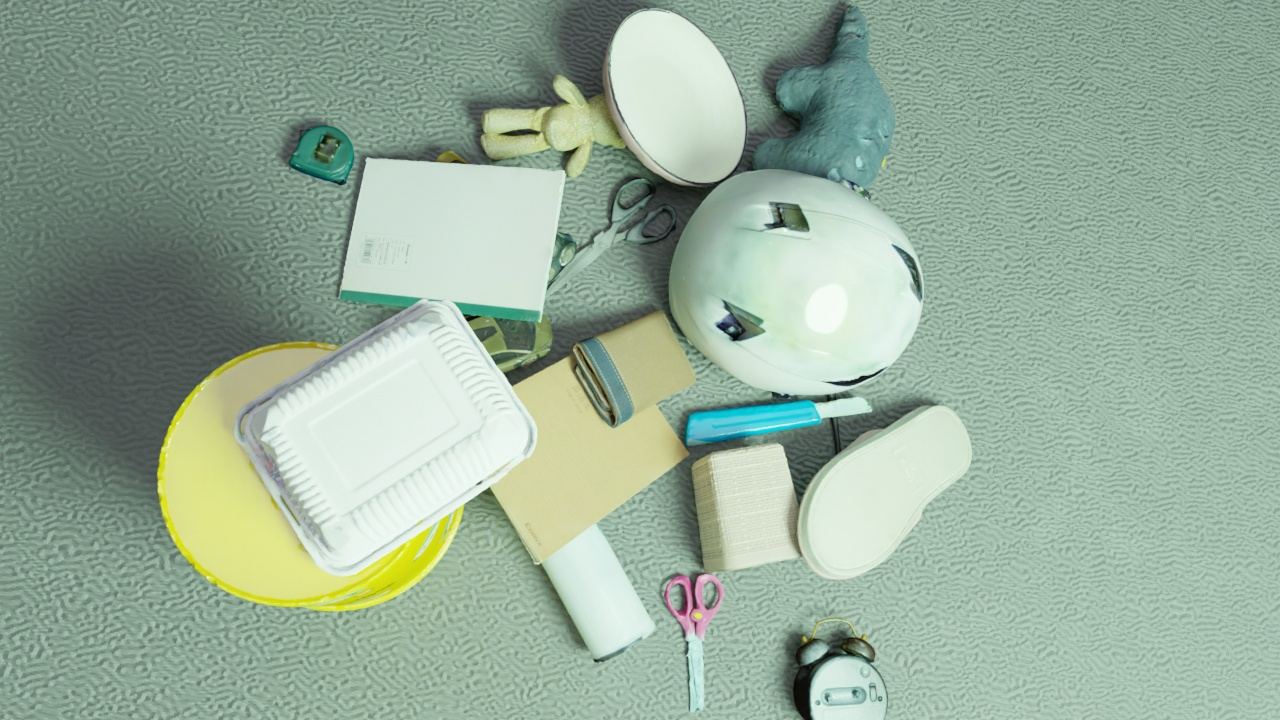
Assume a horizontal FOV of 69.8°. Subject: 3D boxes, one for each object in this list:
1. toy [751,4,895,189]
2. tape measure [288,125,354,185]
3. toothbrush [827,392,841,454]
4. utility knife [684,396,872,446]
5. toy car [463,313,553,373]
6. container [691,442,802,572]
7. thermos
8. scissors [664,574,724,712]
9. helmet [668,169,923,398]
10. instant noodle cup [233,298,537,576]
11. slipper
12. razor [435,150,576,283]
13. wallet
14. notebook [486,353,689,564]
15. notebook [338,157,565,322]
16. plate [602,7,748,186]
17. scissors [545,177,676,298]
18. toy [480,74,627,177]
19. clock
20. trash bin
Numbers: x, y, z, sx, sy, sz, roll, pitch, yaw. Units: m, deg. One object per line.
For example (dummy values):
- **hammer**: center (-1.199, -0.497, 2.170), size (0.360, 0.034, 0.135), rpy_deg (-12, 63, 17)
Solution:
- **toy**: center (0.200, -0.242, 0.992), size (0.138, 0.091, 0.355), rpy_deg (20, 74, 21)
- **tape measure**: center (-0.313, -0.206, 0.910), size (0.058, 0.025, 0.054), rpy_deg (19, 78, -8)
- **toothbrush**: center (0.204, 0.039, 0.973), size (0.015, 0.018, 0.181), rpy_deg (-4, 79, -9)
- **utility knife**: center (0.143, 0.059, 0.949), size (0.202, 0.018, 0.034), rpy_deg (-7, 78, -8)
- **toy car**: center (-0.153, -0.016, 0.884), size (0.157, 0.042, 0.070), rpy_deg (-24, 74, -33)
- **container**: center (0.103, 0.144, 0.899), size (0.090, 0.090, 0.111), rpy_deg (-8, 78, -12)
- **thermos**: center (-0.067, 0.168, 0.871), size (0.073, 0.073, 0.224), rpy_deg (-28, 86, -15)
- **scissors**: center (0.050, 0.278, 0.901), size (0.064, 0.017, 0.135), rpy_deg (4, 83, -10)
- **helmet**: center (0.159, -0.068, 0.880), size (0.258, 0.145, 0.229), rpy_deg (24, 100, -4)
- **instant noodle cup**: center (-0.168, 0.046, 0.611), size (0.173, 0.060, 0.138), rpy_deg (-33, 87, -14)
- **slipper**: center (0.242, 0.127, 0.923), size (0.273, 0.055, 0.114), rpy_deg (-30, 91, -36)
- **razor**: center (-0.139, -0.148, 0.917), size (0.167, 0.068, 0.062), rpy_deg (42, 74, 5)
- **wallet**: center (-0.005, 0.005, 0.911), size (0.115, 0.033, 0.090), rpy_deg (-26, 87, -36)
- **notebook**: center (-0.061, 0.075, 0.870), size (0.210, 0.012, 0.149), rpy_deg (-30, 86, -41)
- **notebook**: center (-0.183, -0.120, 0.887), size (0.209, 0.012, 0.150), rpy_deg (7, 81, 12)
- **plate**: center (0.032, -0.267, 0.954), size (0.192, 0.039, 0.192), rpy_deg (12, 71, -38)
- **scissors**: center (-0.044, -0.129, 0.958), size (0.173, 0.014, 0.142), rpy_deg (-4, 82, -9)
- **toy**: center (-0.088, -0.241, 0.947), size (0.157, 0.066, 0.105), rpy_deg (-10, 114, -9)
- **clock**: center (0.194, 0.316, 0.901), size (0.082, 0.055, 0.122), rpy_deg (1, 79, -10)
- **trash bin**: center (-0.257, 0.098, 0.748), size (0.229, 0.256, 0.229), rpy_deg (2, 80, -11)
